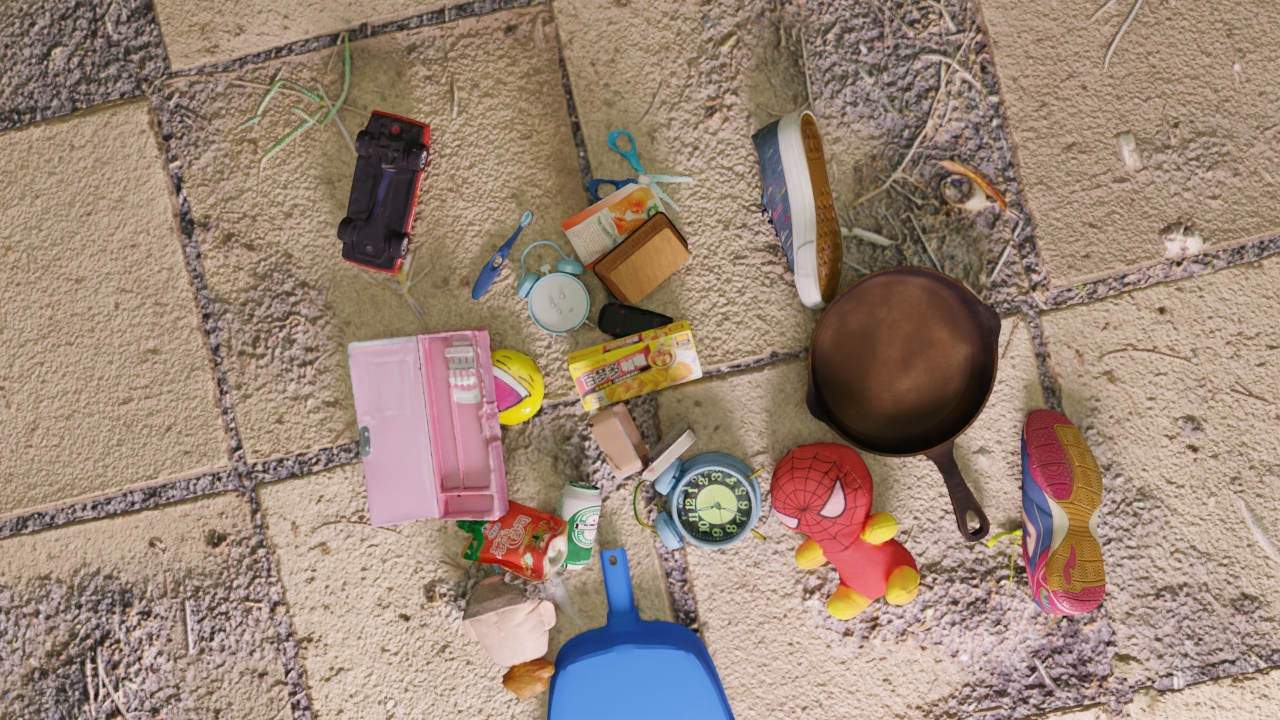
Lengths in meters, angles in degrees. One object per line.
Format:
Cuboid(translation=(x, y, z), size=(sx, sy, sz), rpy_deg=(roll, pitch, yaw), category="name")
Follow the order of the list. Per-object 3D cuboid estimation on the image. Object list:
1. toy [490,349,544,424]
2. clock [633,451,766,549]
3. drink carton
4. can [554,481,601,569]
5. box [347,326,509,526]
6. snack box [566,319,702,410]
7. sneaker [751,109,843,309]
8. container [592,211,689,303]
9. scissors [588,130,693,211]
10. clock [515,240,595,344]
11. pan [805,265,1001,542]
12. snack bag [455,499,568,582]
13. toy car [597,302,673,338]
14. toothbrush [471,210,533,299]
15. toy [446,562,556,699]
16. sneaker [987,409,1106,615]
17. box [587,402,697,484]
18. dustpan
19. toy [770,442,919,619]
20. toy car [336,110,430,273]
Cuboid(translation=(-0.164, 0.032, 1.128), size=(0.095, 0.041, 0.094), rpy_deg=(37, 97, 4), category="toy")
Cuboid(translation=(0.072, 0.173, 1.117), size=(0.162, 0.060, 0.118), rpy_deg=(-4, 93, 6), category="clock")
Cuboid(translation=(-0.029, -0.170, 1.120), size=(0.122, 0.039, 0.069), rpy_deg=(-30, 117, -1), category="drink carton")
Cuboid(translation=(-0.080, 0.202, 1.124), size=(0.053, 0.053, 0.101), rpy_deg=(11, 92, 1), category="can")
Cuboid(translation=(-0.253, 0.081, 1.115), size=(0.179, 0.059, 0.233), rpy_deg=(-4, 95, 8), category="box")
Cuboid(translation=(-0.007, 0.006, 1.112), size=(0.152, 0.025, 0.075), rpy_deg=(-16, 127, 2), category="snack box")
Cuboid(translation=(0.186, -0.177, 1.105), size=(0.079, 0.087, 0.235), rpy_deg=(-6, 96, 36), category="sneaker")
Cuboid(translation=(0.005, -0.119, 1.099), size=(0.114, 0.061, 0.063), rpy_deg=(-39, 111, 2), category="container")
Cuboid(translation=(-0.004, -0.217, 1.133), size=(0.132, 0.015, 0.110), rpy_deg=(40, 91, -6), category="scissors")
Cuboid(translation=(-0.106, -0.088, 1.122), size=(0.087, 0.042, 0.123), rpy_deg=(-22, 92, 2), category="clock")
Cuboid(translation=(0.336, 0.058, 1.110), size=(0.249, 0.043, 0.356), rpy_deg=(-26, 98, 1), category="pan")
Cuboid(translation=(-0.161, 0.213, 1.112), size=(0.155, 0.044, 0.087), rpy_deg=(10, 62, 30), category="snack bag")
Cuboid(translation=(-0.007, -0.044, 1.123), size=(0.092, 0.036, 0.042), rpy_deg=(13, 92, 1), category="toy car")
Cuboid(translation=(-0.172, -0.131, 1.136), size=(0.021, 0.016, 0.132), rpy_deg=(34, 92, 3), category="toothbrush")
Cuboid(translation=(-0.154, 0.322, 1.119), size=(0.133, 0.076, 0.176), rpy_deg=(-17, 86, 19), category="toy")
Cuboid(translation=(0.484, 0.181, 1.103), size=(0.116, 0.091, 0.241), rpy_deg=(3, 72, -4), category="sneaker")
Cuboid(translation=(-0.006, 0.082, 1.038), size=(0.107, 0.216, 0.094), rpy_deg=(35, 91, 2), category="box")
Cuboid(translation=(-0.017, 0.357, 1.125), size=(0.245, 0.059, 0.258), rpy_deg=(-8, 101, 2), category="dustpan")
Cuboid(translation=(0.238, 0.194, 1.091), size=(0.148, 0.098, 0.216), rpy_deg=(-29, 90, 32), category="toy")
Cuboid(translation=(-0.311, -0.204, 1.119), size=(0.081, 0.056, 0.189), rpy_deg=(16, 99, 2), category="toy car")
